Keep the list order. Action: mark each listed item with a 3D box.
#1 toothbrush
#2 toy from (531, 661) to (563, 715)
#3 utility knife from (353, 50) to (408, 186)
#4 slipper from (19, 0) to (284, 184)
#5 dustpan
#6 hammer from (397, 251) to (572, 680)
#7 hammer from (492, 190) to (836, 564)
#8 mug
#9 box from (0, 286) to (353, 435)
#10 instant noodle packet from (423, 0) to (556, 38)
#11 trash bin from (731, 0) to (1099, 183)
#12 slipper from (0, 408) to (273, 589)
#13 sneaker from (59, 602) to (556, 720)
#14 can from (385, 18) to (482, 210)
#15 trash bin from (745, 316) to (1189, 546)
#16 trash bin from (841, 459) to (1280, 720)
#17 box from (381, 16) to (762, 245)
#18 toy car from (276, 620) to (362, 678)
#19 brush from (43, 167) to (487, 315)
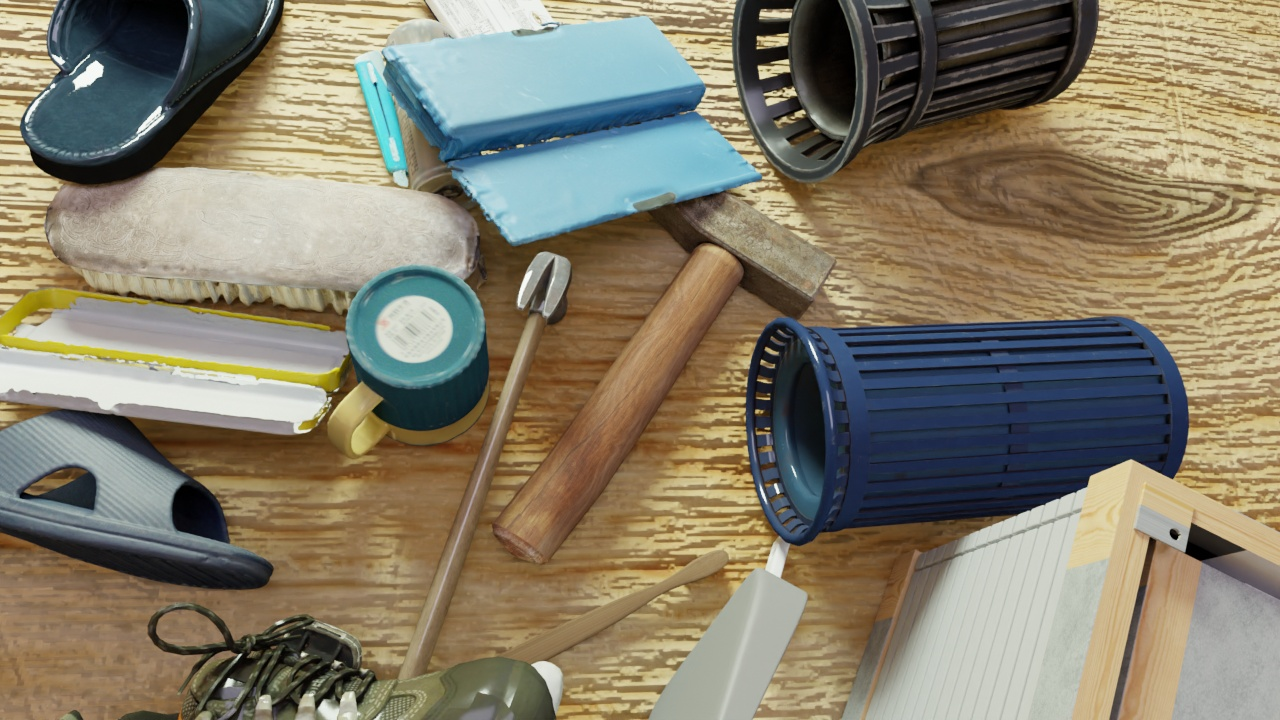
[{"bbox_3d":[-0.018,0.158,0.572,0.166,0.016,0.016,-23,74,-15],"label":"toothbrush"},{"bbox_3d":[-0.066,0.238,0.512,0.076,0.037,0.125,-19,60,0],"label":"toy"},{"bbox_3d":[-0.187,-0.177,0.677,0.022,0.016,0.116,-16,75,-16],"label":"utility knife"},{"bbox_3d":[-0.326,-0.236,0.618,0.109,0.084,0.264,12,53,0],"label":"slipper"},{"bbox_3d":[0.043,0.177,0.503,0.033,0.164,0.256,29,36,3],"label":"dustpan"},{"bbox_3d":[-0.104,0.084,0.552,0.031,0.119,0.330,20,75,-2],"label":"hammer"},{"bbox_3d":[-0.004,0.004,0.623,0.158,0.037,0.300,33,67,4],"label":"hammer"},{"bbox_3d":[-0.143,0.010,0.560,0.083,0.107,0.113,39,68,5],"label":"mug"},{"bbox_3d":[-0.286,0.001,0.547,0.209,0.034,0.129,8,23,-6],"label":"box"},{"bbox_3d":[-0.112,-0.265,0.717,0.087,0.026,0.134,-27,75,-18],"label":"instant noodle packet"},{"bbox_3d":[0.210,-0.242,0.693,0.227,0.165,0.164,-18,72,-20],"label":"trash bin"},{"bbox_3d":[-0.329,0.062,0.513,0.263,0.101,0.082,15,68,0],"label":"slipper"},{"bbox_3d":[-0.169,0.166,0.448,0.238,0.101,0.143,-22,94,2],"label":"sneaker"},{"bbox_3d":[-0.148,-0.177,0.661,0.054,0.054,0.135,-10,70,-13],"label":"can"},{"bbox_3d":[0.208,0.038,0.591,0.249,0.139,0.139,-2,69,-12],"label":"trash bin"},{"bbox_3d":[0.226,0.177,0.477,0.142,0.247,0.142,26,67,2],"label":"trash bin"},{"bbox_3d":[-0.038,-0.168,0.644,0.230,0.034,0.174,-23,68,-36],"label":"box"},{"bbox_3d":[-0.195,0.202,0.514,0.048,0.040,0.112,24,85,0],"label":"toy car"},{"bbox_3d":[-0.239,-0.078,0.605,0.271,0.057,0.083,3,68,-7],"label":"brush"}]
